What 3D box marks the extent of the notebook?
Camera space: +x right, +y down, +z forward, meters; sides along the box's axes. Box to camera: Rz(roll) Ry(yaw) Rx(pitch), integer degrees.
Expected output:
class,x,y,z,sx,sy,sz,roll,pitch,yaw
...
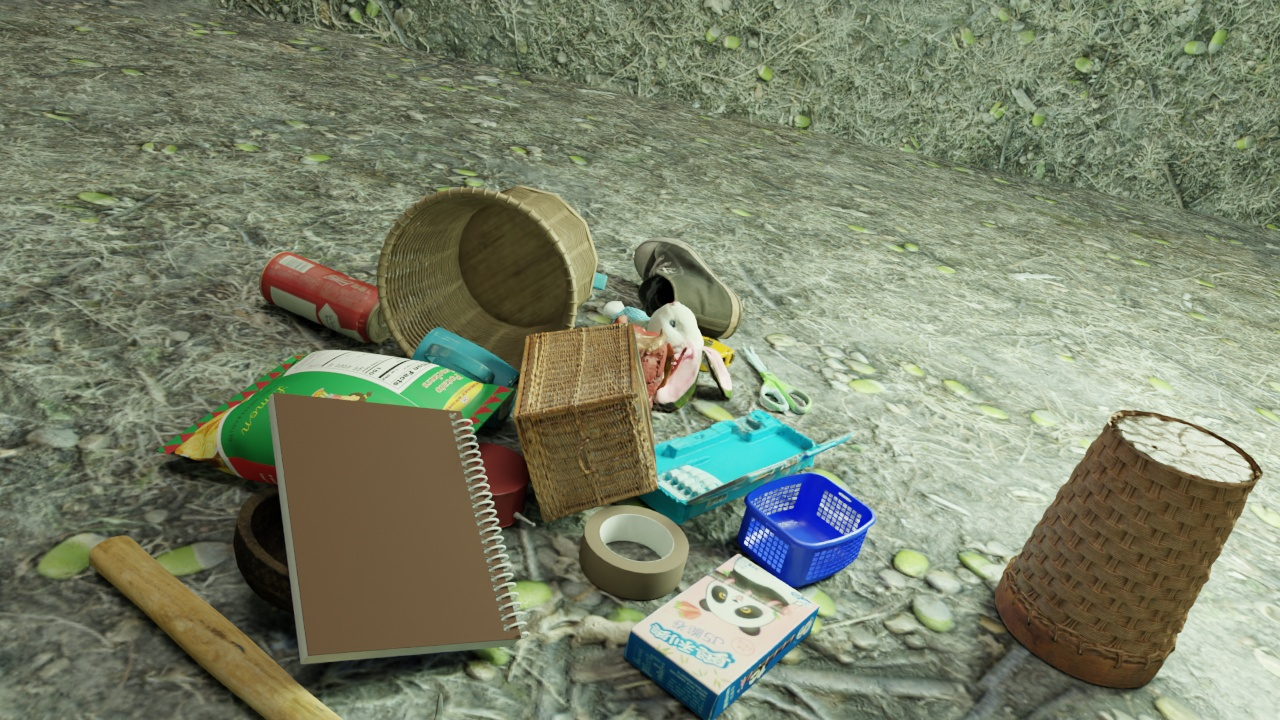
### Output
class,x,y,z,sx,sy,sz,roll,pitch,yaw
notebook,-0.184,0.121,0.697,0.171,0.022,0.209,9,46,-39

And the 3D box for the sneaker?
class,x,y,z,sx,sy,sz,roll,pitch,yaw
sneaker,0.032,-0.111,1.312,0.119,0.095,0.234,4,34,-37

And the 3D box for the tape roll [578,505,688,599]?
class,x,y,z,sx,sy,sz,roll,pitch,yaw
tape roll,-0.006,0.168,0.810,0.093,0.030,0.093,10,26,-5

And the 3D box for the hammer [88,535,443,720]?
class,x,y,z,sx,sy,sz,roll,pitch,yaw
hammer,-0.267,0.207,0.621,0.331,0.033,0.131,26,31,27

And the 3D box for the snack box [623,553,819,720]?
class,x,y,z,sx,sy,sz,roll,pitch,yaw
snack box,0.068,0.218,0.741,0.088,0.033,0.153,28,30,31

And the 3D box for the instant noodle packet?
class,x,y,z,sx,sy,sz,roll,pitch,yaw
instant noodle packet,-0.272,0.054,0.845,0.253,0.090,0.195,8,29,17

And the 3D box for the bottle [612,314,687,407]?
class,x,y,z,sx,sy,sz,roll,pitch,yaw
bottle,-0.006,0.006,1.036,0.099,0.111,0.098,7,33,-5

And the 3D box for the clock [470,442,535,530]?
class,x,y,z,sx,sy,sz,roll,pitch,yaw
clock,-0.155,0.113,0.840,0.124,0.044,0.087,9,26,-8

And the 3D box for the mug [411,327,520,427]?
class,x,y,z,sx,sy,sz,roll,pitch,yaw
mug,-0.183,0.018,0.954,0.104,0.112,0.084,24,70,7

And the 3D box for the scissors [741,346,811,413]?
class,x,y,z,sx,sy,sz,roll,pitch,yaw
scissors,0.171,0.023,1.204,0.072,0.033,0.175,1,31,-14

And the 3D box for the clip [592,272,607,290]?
class,x,y,z,sx,sy,sz,roll,pitch,yaw
clip,-0.106,-0.125,1.273,0.126,0.028,0.113,19,-17,-12

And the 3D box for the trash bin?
class,x,y,z,sx,sy,sz,roll,pitch,yaw
trash bin,0.425,0.159,0.813,0.151,0.210,0.151,10,26,-5

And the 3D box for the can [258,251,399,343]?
class,x,y,z,sx,sy,sz,roll,pitch,yaw
can,-0.373,-0.075,1.097,0.170,0.067,0.067,21,27,18

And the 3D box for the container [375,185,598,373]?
class,x,y,z,sx,sy,sz,roll,pitch,yaw
container,-0.164,-0.100,1.080,0.227,0.227,0.195,15,19,6

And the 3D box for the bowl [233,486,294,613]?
class,x,y,z,sx,sy,sz,roll,pitch,yaw
bowl,-0.251,0.153,0.697,0.121,0.056,0.121,25,18,-9

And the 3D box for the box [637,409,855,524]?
class,x,y,z,sx,sy,sz,roll,pitch,yaw
box,0.114,0.107,0.939,0.226,0.074,0.181,-14,12,-43

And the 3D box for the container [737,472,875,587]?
class,x,y,z,sx,sy,sz,roll,pitch,yaw
container,0.153,0.161,0.863,0.114,0.058,0.096,-11,35,-39

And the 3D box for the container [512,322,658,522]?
class,x,y,z,sx,sy,sz,roll,pitch,yaw
container,-0.050,0.050,0.890,0.113,0.114,0.198,-11,25,3

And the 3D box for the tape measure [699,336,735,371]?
class,x,y,z,sx,sy,sz,roll,pitch,yaw
tape measure,0.081,-0.012,1.211,0.068,0.030,0.058,30,29,32

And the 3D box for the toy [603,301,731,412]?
class,x,y,z,sx,sy,sz,roll,pitch,yaw
toy,0.029,-0.034,1.151,0.130,0.106,0.205,-6,33,-38
